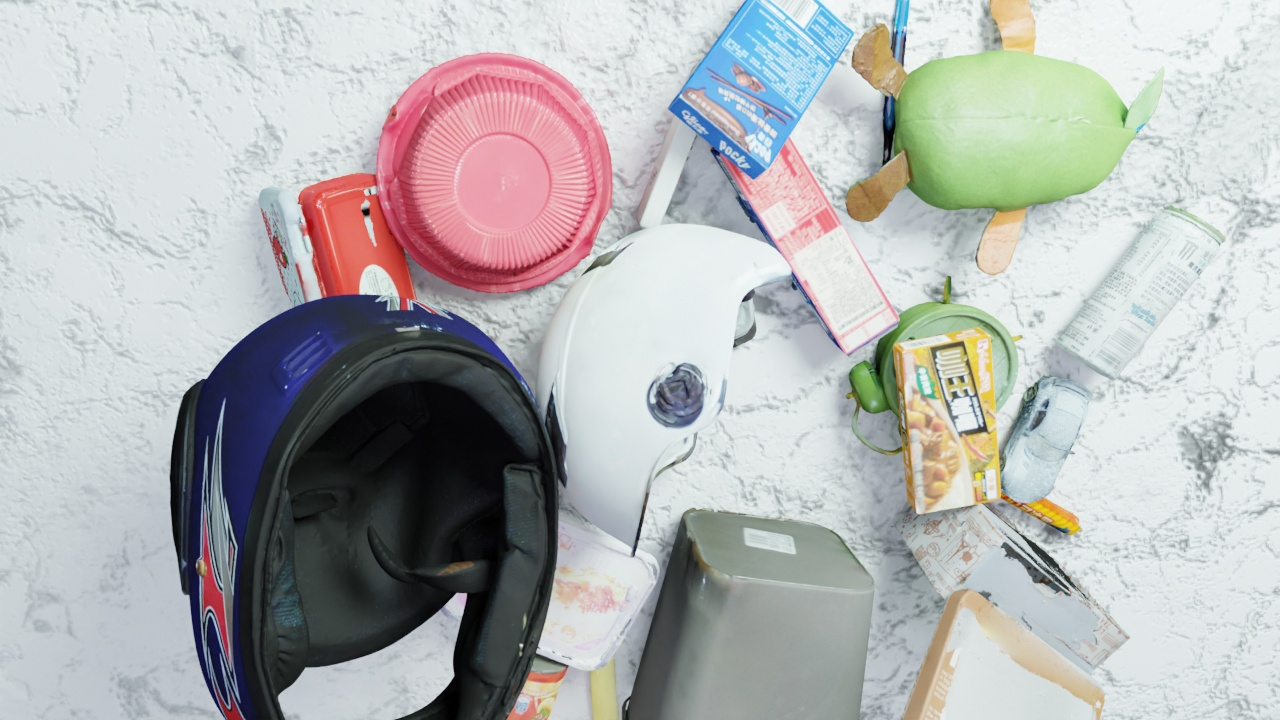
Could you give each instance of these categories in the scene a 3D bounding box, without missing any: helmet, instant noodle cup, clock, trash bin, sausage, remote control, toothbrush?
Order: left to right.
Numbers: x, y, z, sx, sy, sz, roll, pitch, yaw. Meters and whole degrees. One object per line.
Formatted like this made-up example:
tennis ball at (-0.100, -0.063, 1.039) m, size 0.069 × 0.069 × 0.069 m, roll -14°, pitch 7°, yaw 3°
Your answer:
helmet at (-0.195, 0.113, 0.636) m, size 0.247 × 0.241 × 0.315 m, roll 8°, pitch 85°, yaw -35°
instant noodle cup at (-0.110, -0.142, 0.721) m, size 0.193 × 0.066 × 0.194 m, roll -4°, pitch 107°, yaw -13°
instant noodle cup at (-0.085, 0.197, 0.849) m, size 0.173 × 0.060 × 0.138 m, roll 26°, pitch 106°, yaw -11°
helmet at (-0.004, 0.004, 0.709) m, size 0.146 × 0.229 × 0.258 m, roll 28°, pitch 84°, yaw 5°
remote control at (0.029, -0.171, 0.737) m, size 0.019 × 0.056 × 0.135 m, roll 20°, pitch 106°, yaw -9°
trash bin at (0.098, 0.266, 0.822) m, size 0.199 × 0.198 × 0.220 m, roll 8°, pitch 100°, yaw -7°
toothbrush at (0.207, -0.220, 0.753) m, size 0.014 × 0.016 × 0.190 m, roll 4°, pitch 106°, yaw 6°
clock at (0.253, 0.016, 0.808) m, size 0.116 × 0.056 × 0.161 m, roll 36°, pitch 103°, yaw -12°
sausage at (0.353, 0.125, 0.866) m, size 0.165 × 0.021 × 0.021 m, roll 28°, pitch 105°, yaw -11°

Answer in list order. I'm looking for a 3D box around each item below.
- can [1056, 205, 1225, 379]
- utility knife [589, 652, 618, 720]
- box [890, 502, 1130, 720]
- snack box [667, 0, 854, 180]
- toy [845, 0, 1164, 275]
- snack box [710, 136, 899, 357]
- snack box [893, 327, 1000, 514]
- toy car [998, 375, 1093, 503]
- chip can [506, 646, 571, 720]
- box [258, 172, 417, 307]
can at (0.428, -0.057, 0.790) m, size 0.058 × 0.058 × 0.147 m, roll 30°, pitch 104°, yaw -11°
utility knife at (-0.034, 0.340, 0.922) m, size 0.031 × 0.020 × 0.195 m, roll -5°, pitch 115°, yaw -6°
box at (0.317, 0.237, 0.791) m, size 0.179 × 0.271 × 0.131 m, roll 37°, pitch 130°, yaw -14°
snack box at (0.094, -0.220, 0.695) m, size 0.084 × 0.026 × 0.156 m, roll 37°, pitch 67°, yaw -11°
toy at (0.279, -0.182, 0.728) m, size 0.246 × 0.090 × 0.227 m, roll 1°, pitch 98°, yaw -6°
snack box at (0.137, -0.103, 0.764) m, size 0.058 × 0.057 × 0.207 m, roll -34°, pitch 106°, yaw 6°
snack box at (0.260, 0.053, 0.776) m, size 0.075 × 0.026 × 0.154 m, roll -11°, pitch 109°, yaw 1°
toy car at (0.366, 0.073, 0.835) m, size 0.054 × 0.037 × 0.120 m, roll 23°, pitch 95°, yaw -10°
chip can at (-0.133, 0.368, 0.900) m, size 0.073 × 0.073 × 0.217 m, roll 17°, pitch 107°, yaw -8°
box at (-0.253, -0.051, 0.770) m, size 0.102 × 0.095 × 0.201 m, roll 6°, pitch 114°, yaw 39°
